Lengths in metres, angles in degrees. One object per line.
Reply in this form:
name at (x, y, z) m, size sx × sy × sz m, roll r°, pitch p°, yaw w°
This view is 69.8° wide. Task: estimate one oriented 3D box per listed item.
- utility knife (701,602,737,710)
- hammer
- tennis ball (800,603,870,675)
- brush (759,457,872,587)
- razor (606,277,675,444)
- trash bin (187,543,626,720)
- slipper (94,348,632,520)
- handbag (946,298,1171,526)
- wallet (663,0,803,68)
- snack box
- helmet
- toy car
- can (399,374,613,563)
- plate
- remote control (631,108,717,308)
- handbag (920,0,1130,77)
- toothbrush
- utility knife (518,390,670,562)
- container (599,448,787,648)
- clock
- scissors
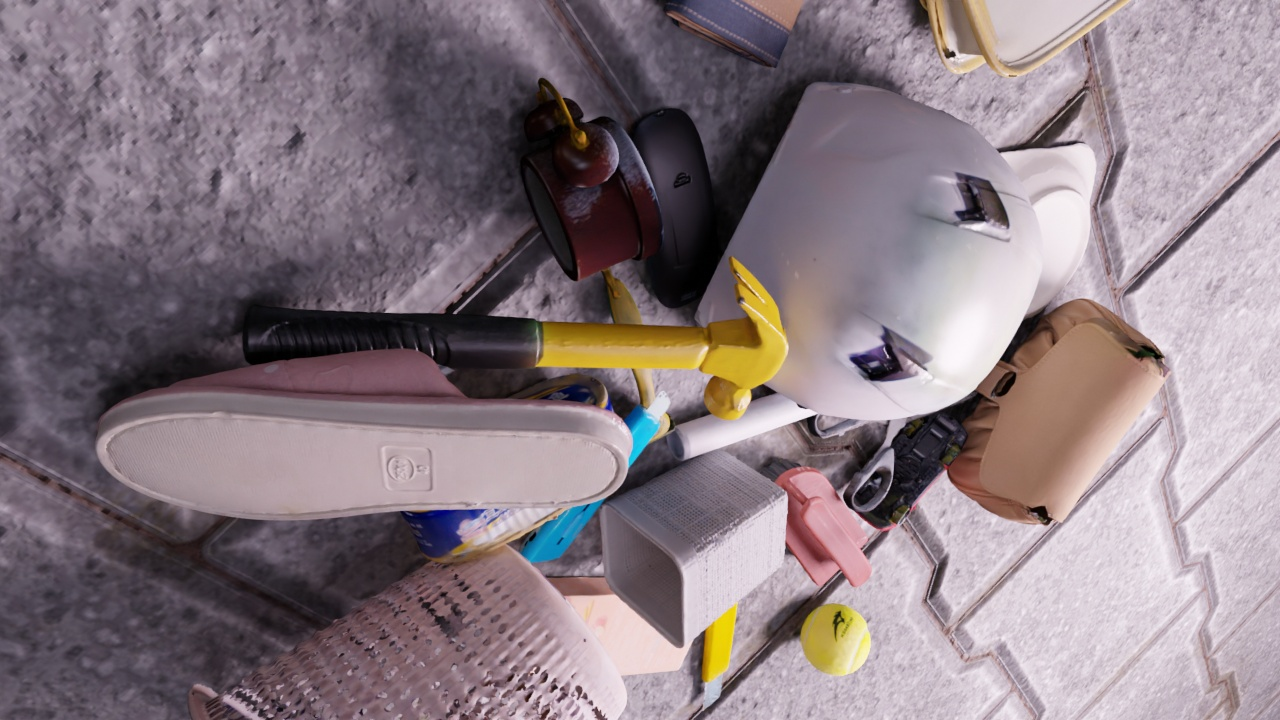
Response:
utility knife at (0.067, 0.241, 0.811) m, size 0.033 × 0.015 × 0.193 m, roll -11°, pitch 123°, yaw -23°
hammer at (-0.059, -0.010, 0.513) m, size 0.300 × 0.032 × 0.129 m, roll 1°, pitch 145°, yaw -14°
tennis ball at (0.184, 0.263, 0.867) m, size 0.065 × 0.065 × 0.066 m, roll -16°, pitch 124°, yaw -25°
brush at (0.148, 0.137, 0.766) m, size 0.063 × 0.069 × 0.146 m, roll -43°, pitch 131°, yaw -5°
razor at (-0.004, 0.004, 0.620) m, size 0.043 × 0.028 × 0.133 m, roll -22°, pitch 125°, yaw -16°
trash bin at (-0.124, 0.224, 0.566) m, size 0.191 × 0.228 × 0.228 m, roll -40°, pitch 132°, yaw -23°
slipper at (-0.141, 0.039, 0.485) m, size 0.274 × 0.054 × 0.114 m, roll 0°, pitch 141°, yaw -2°
handbag at (0.353, 0.043, 0.798) m, size 0.100 × 0.147 × 0.204 m, roll 31°, pitch 97°, yaw -9°
wallet at (0.067, -0.235, 0.519) m, size 0.090 × 0.033 × 0.115 m, roll 10°, pitch 110°, yaw -39°
snack box at (-0.020, 0.213, 0.732) m, size 0.157 × 0.026 × 0.084 m, roll 10°, pitch 111°, yaw -36°
helmet at (0.179, -0.054, 0.614) m, size 0.258 × 0.146 × 0.229 m, roll 23°, pitch 100°, yaw -44°
toy car at (0.236, 0.098, 0.811) m, size 0.120 × 0.053 × 0.045 m, roll -45°, pitch 156°, yaw -8°
can at (-0.080, 0.065, 0.575) m, size 0.148 × 0.074 × 0.049 m, roll -29°, pitch 126°, yaw -15°
plate at (0.323, -0.094, 0.765) m, size 0.163 × 0.034 × 0.164 m, roll -13°, pitch 122°, yaw -26°
remote control at (0.025, -0.091, 0.582) m, size 0.053 × 0.024 × 0.136 m, roll -25°, pitch 128°, yaw -18°
handbag at (0.244, -0.293, 0.589) m, size 0.163 × 0.063 × 0.179 m, roll -36°, pitch 115°, yaw -10°
toothbrush at (0.121, 0.033, 0.716) m, size 0.220 × 0.026 × 0.027 m, roll -17°, pitch 126°, yaw -24°
utility knife at (-0.029, 0.081, 0.635) m, size 0.034 × 0.018 × 0.162 m, roll 18°, pitch 117°, yaw -44°
container at (0.043, 0.131, 0.677) m, size 0.114 × 0.090 × 0.090 m, roll -26°, pitch 130°, yaw -32°
clock at (-0.031, -0.098, 0.505) m, size 0.055 × 0.082 × 0.122 m, roll -25°, pitch 131°, yaw -11°
scissors at (0.212, 0.050, 0.774) m, size 0.159 × 0.014 × 0.178 m, roll 21°, pitch 83°, yaw -23°
